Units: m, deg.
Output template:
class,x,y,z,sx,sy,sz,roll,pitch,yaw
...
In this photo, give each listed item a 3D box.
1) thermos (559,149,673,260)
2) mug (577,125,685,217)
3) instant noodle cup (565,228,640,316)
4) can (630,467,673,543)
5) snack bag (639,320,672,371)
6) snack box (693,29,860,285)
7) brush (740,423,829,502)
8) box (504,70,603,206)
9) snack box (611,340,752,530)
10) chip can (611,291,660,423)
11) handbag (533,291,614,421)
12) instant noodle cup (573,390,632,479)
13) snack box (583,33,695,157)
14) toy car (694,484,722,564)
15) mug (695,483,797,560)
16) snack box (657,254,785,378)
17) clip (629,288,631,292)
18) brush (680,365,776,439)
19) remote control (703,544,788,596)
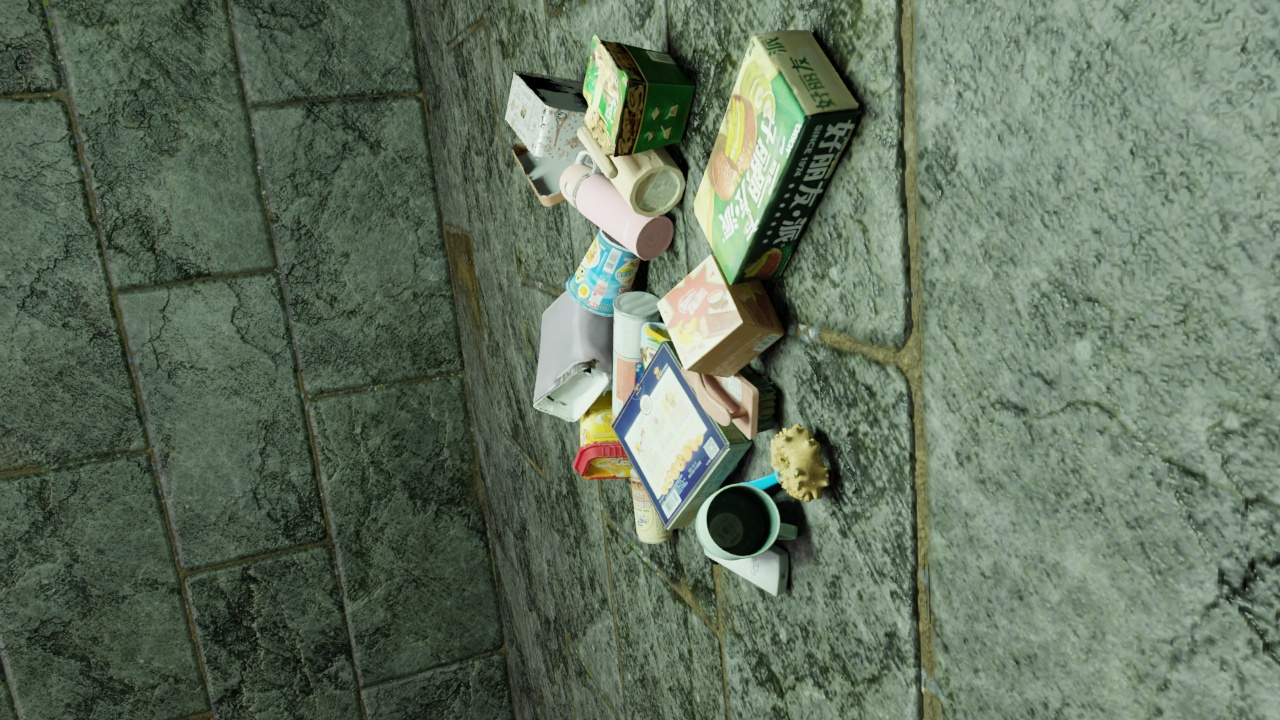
class,x,y,z,sx,sy,sz,roll,pitch,yaw
thermos,-0.036,-0.221,1.272,0.198,0.067,0.087,43,130,38
mug,-0.013,-0.251,1.178,0.084,0.124,0.103,-53,45,25
instant noodle cup,-0.046,-0.137,1.353,0.110,0.099,0.099,-63,38,31
can,0.018,0.220,1.425,0.058,0.058,0.116,-157,58,-67
snack bag,0.037,0.045,1.296,0.110,0.038,0.191,23,124,35
snack box,0.125,-0.191,0.902,0.241,0.063,0.114,110,144,-55
brush,0.150,0.133,1.040,0.083,0.045,0.255,65,163,11
box,-0.122,-0.333,1.404,0.181,0.148,0.158,56,135,49
snack box,0.047,0.097,1.206,0.182,0.045,0.178,61,137,32
chip can,-0.008,0.008,1.369,0.071,0.071,0.215,-126,31,-51
handbag,-0.097,-0.021,1.479,0.145,0.098,0.196,-48,32,42
instant noodle cup,-0.051,0.120,1.507,0.116,0.116,0.123,113,154,-58
snack box,0.000,-0.323,1.122,0.118,0.105,0.118,106,147,-45
toy car,0.093,0.195,1.230,0.071,0.041,0.155,130,128,-65
mug,0.122,0.190,1.056,0.106,0.112,0.082,103,176,-75
snack box,0.087,-0.047,1.012,0.093,0.077,0.094,-41,56,33
clip,-0.034,-0.136,1.426,0.076,0.034,0.103,144,109,-69
brush,0.100,0.033,1.078,0.145,0.073,0.063,-131,35,-58
remote control,0.128,0.238,1.132,0.135,0.019,0.056,20,114,50
